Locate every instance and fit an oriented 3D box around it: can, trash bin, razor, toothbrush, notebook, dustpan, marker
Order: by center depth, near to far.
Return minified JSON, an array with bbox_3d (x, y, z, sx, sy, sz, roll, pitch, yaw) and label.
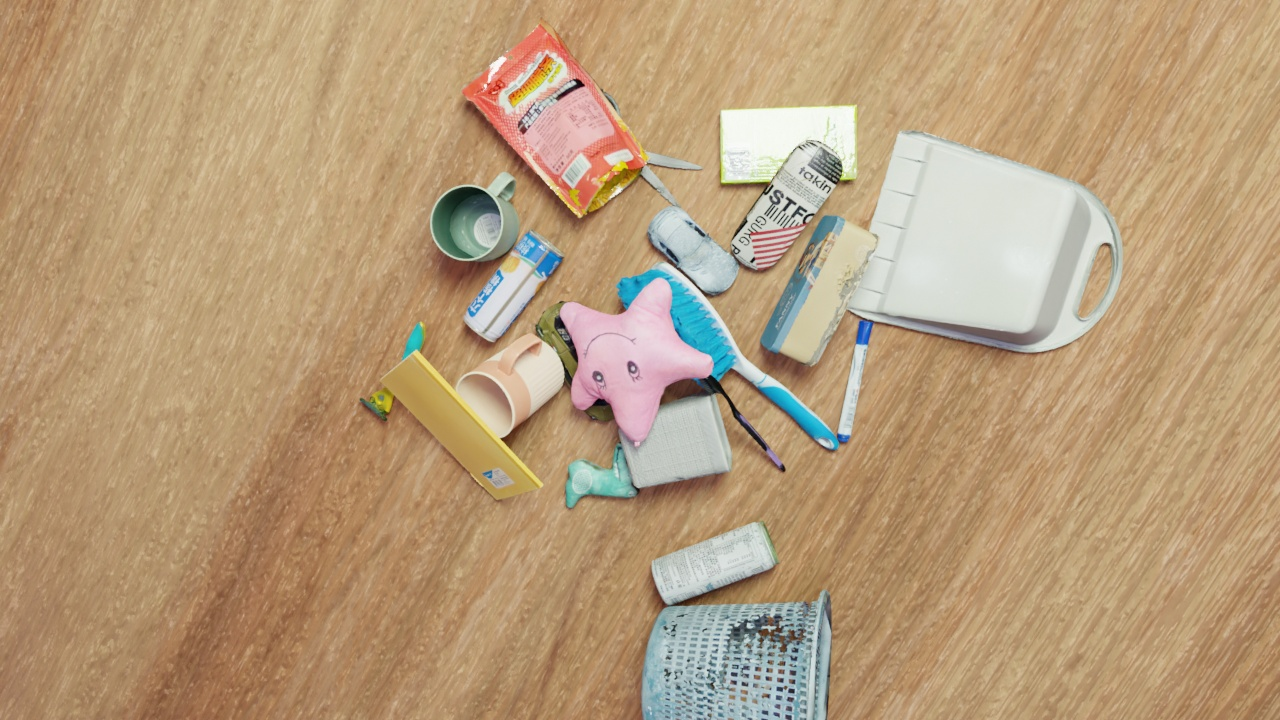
[{"bbox_3d":[0.111,0.367,1.051,0.195,0.226,0.226,3,96,16],"label":"trash bin"},{"bbox_3d":[-0.210,0.081,1.062,0.206,0.146,0.010,48,60,-10],"label":"notebook"},{"bbox_3d":[0.121,0.075,1.063,0.017,0.014,0.189,-19,129,31],"label":"toothbrush"},{"bbox_3d":[0.410,-0.123,1.066,0.258,0.142,0.223,20,98,31],"label":"dustpan"},{"bbox_3d":[-0.151,-0.088,1.089,0.053,0.053,0.135,39,97,0],"label":"can"},{"bbox_3d":[0.254,0.025,1.089,0.017,0.017,0.146,10,97,3],"label":"marker"},{"bbox_3d":[0.089,0.244,1.103,0.147,0.058,0.058,-22,94,6],"label":"can"},{"bbox_3d":[-0.295,0.010,1.122,0.043,0.028,0.133,36,102,23],"label":"razor"}]

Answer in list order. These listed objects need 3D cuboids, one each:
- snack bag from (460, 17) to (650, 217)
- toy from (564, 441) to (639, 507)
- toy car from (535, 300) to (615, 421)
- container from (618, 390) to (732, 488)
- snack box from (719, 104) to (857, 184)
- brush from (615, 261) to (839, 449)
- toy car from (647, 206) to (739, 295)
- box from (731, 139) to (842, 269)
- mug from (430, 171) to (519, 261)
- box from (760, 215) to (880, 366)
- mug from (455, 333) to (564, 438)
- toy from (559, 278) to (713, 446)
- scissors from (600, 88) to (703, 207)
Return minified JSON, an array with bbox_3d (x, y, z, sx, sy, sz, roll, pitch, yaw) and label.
[{"bbox_3d":[-0.094,-0.274,1.050,0.128,0.073,0.208,-41,86,4],"label":"snack bag"},{"bbox_3d":[-0.045,0.140,1.115,0.092,0.030,0.096,6,110,0],"label":"toy"},{"bbox_3d":[-0.065,0.002,1.100,0.070,0.042,0.158,-32,95,7],"label":"toy car"},{"bbox_3d":[0.041,0.094,1.078,0.114,0.090,0.090,-15,94,9],"label":"container"},{"bbox_3d":[0.170,-0.249,1.061,0.156,0.026,0.086,-1,96,5],"label":"snack box"},{"bbox_3d":[0.107,0.006,1.069,0.314,0.109,0.061,50,134,3],"label":"brush"},{"bbox_3d":[0.062,-0.129,1.078,0.120,0.036,0.054,43,97,-3],"label":"toy car"},{"bbox_3d":[0.165,-0.173,1.043,0.070,0.055,0.165,22,117,-22],"label":"box"},{"bbox_3d":[-0.179,-0.167,1.056,0.082,0.106,0.112,36,98,1],"label":"mug"},{"bbox_3d":[0.200,-0.074,1.047,0.060,0.089,0.184,27,96,-5],"label":"box"},{"bbox_3d":[-0.144,0.018,1.053,0.082,0.105,0.115,33,128,13],"label":"mug"},{"bbox_3d":[-0.006,0.006,1.018,0.195,0.074,0.178,-9,90,34],"label":"toy"},{"bbox_3d":[-0.018,-0.247,1.085,0.178,0.014,0.159,-12,97,4],"label":"scissors"}]
